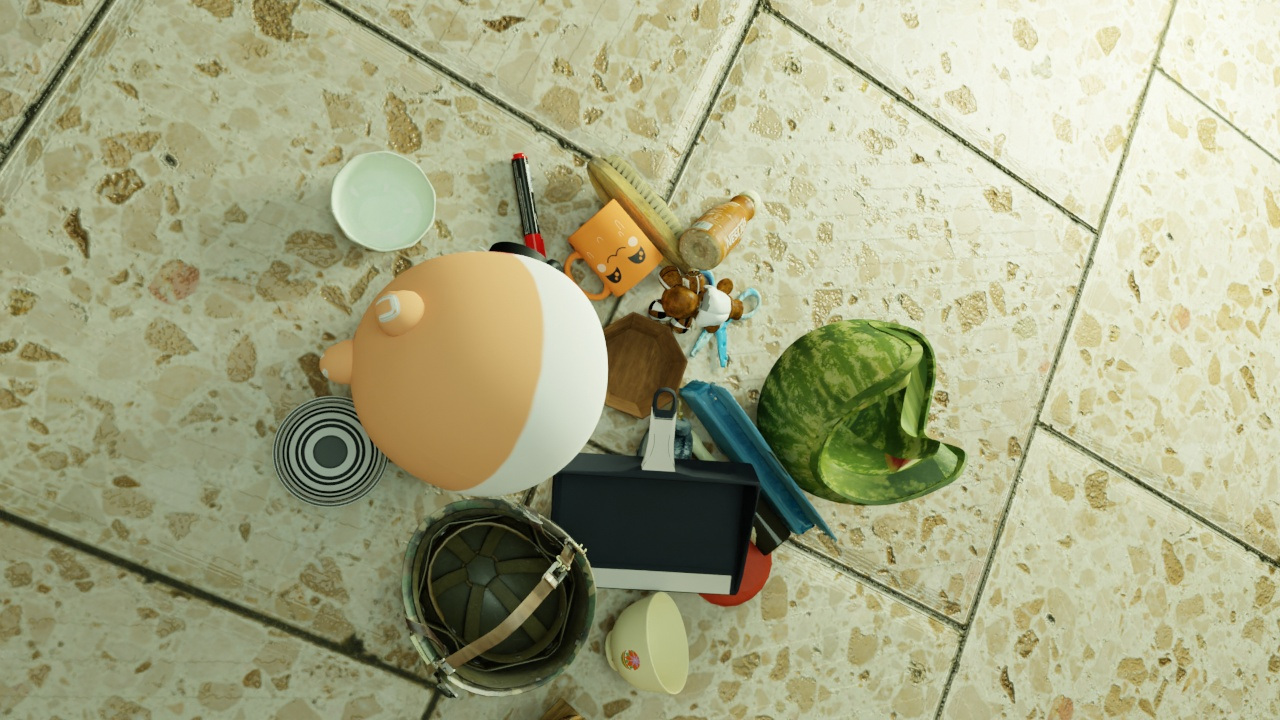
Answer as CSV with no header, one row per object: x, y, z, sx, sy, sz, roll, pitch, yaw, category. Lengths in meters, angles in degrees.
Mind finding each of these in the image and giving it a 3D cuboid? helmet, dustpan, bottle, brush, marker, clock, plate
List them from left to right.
-0.152,0.248,0.973,0.192,0.236,0.224,-43,117,-14,helmet
-0.137,-0.098,1.097,0.120,0.091,0.042,19,68,-4,clock
-0.139,-0.186,1.142,0.023,0.021,0.145,-8,87,-43,marker
-0.007,0.007,1.164,0.131,0.025,0.131,1,87,-19,plate
0.004,-0.186,1.172,0.195,0.059,0.043,47,61,-14,brush
0.016,0.156,1.056,0.236,0.080,0.273,4,102,-3,dustpan
0.032,0.109,1.137,0.052,0.090,0.129,19,85,-11,clock
0.110,-0.176,1.188,0.059,0.059,0.166,51,45,-8,bottle
0.115,0.163,1.170,0.045,0.045,0.184,-36,79,-20,bottle
0.265,0.060,1.148,0.243,0.246,0.213,-26,111,13,helmet

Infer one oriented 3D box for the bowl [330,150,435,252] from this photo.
-0.299,-0.177,1.061,0.117,0.061,0.117,2,84,-20,bowl

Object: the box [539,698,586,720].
-0.100,0.552,0.982,0.278,0.221,0.258,-40,96,-17,box

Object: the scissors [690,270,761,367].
0.097,-0.062,1.221,0.127,0.012,0.137,43,75,-11,scissors

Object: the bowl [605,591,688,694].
0.001,0.344,1.105,0.074,0.117,0.118,-16,90,21,bowl

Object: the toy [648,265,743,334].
0.075,-0.073,1.178,0.112,0.067,0.087,4,116,-27,toy

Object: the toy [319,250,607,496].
-0.177,0.006,0.971,0.280,0.264,0.265,17,54,-39,toy

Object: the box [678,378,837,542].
0.143,0.121,1.132,0.033,0.175,0.231,-38,97,-9,box

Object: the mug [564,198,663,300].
-0.045,-0.129,1.149,0.113,0.077,0.096,-39,99,12,mug

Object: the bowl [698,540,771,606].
0.121,0.258,1.183,0.122,0.035,0.122,2,84,-20,bowl

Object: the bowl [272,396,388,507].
-0.342,0.101,1.015,0.120,0.066,0.120,2,84,-20,bowl
